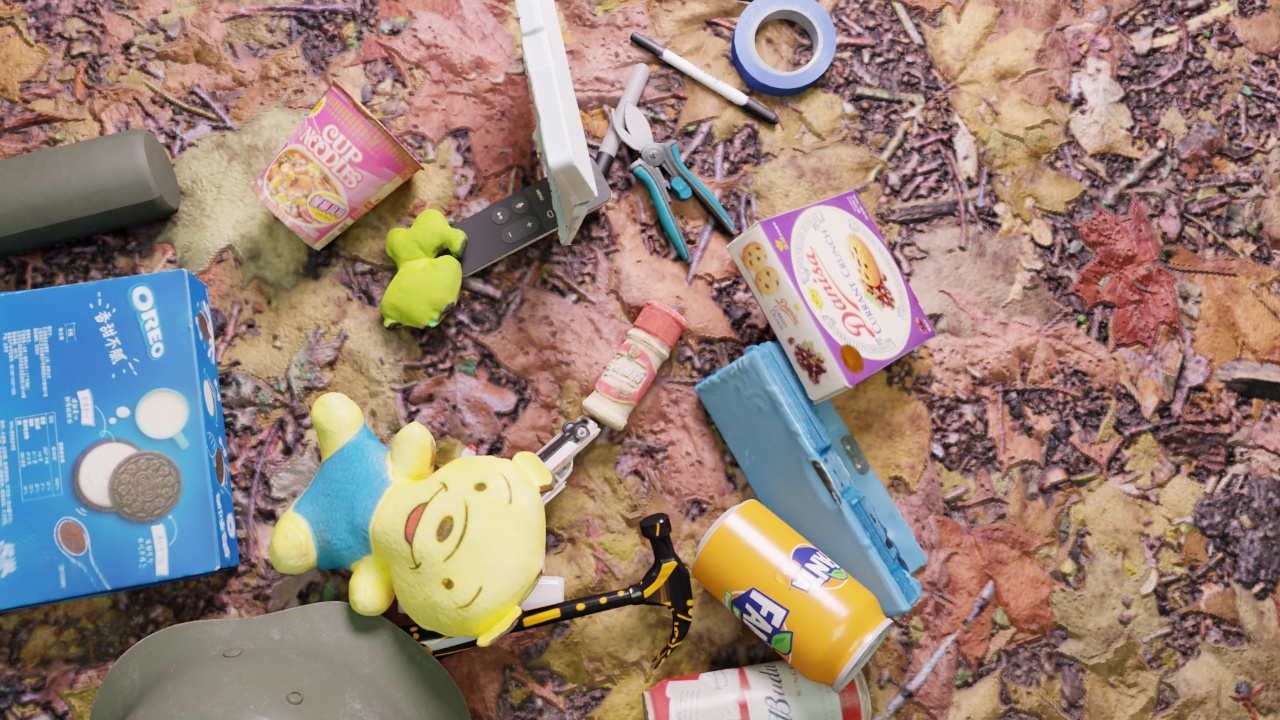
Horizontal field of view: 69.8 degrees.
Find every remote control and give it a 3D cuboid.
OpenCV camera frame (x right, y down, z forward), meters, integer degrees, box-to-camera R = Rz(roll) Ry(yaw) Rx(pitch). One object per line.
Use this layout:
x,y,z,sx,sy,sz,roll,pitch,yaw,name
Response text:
-0.096,-0.121,0.770,0.146,0.008,0.045,-28,77,-2,remote control
-0.127,0.187,0.730,0.131,0.012,0.033,4,81,-5,remote control

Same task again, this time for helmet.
-0.254,0.289,0.608,0.268,0.154,0.227,25,93,-5,helmet

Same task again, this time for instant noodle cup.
-0.246,-0.151,0.734,0.097,0.098,0.108,45,88,2,instant noodle cup

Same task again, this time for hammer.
-0.116,0.210,0.711,0.320,0.036,0.123,-12,103,-4,hammer

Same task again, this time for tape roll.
0.128,-0.283,0.821,0.091,0.016,0.093,4,81,-5,tape roll

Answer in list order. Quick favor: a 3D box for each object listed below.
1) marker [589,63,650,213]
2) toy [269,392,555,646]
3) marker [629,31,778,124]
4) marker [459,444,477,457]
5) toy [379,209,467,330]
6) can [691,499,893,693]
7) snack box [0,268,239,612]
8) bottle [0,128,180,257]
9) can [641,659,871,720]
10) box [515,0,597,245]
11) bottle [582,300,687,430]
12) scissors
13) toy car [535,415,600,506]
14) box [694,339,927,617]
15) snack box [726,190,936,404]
-0.023,-0.194,0.795,0.016,0.016,0.140,22,80,-2,marker
-0.162,0.120,0.680,0.214,0.084,0.148,13,74,16,toy
0.057,-0.250,0.813,0.152,0.011,0.011,31,80,0,marker
-0.174,0.128,0.736,0.013,0.013,0.142,33,80,0,marker
-0.179,-0.071,0.751,0.094,0.036,0.093,-31,74,7,toy
0.112,0.176,0.696,0.142,0.079,0.079,38,79,26,can
-0.426,0.060,0.701,0.195,0.056,0.238,-9,82,-7,snack box
-0.477,-0.123,0.716,0.206,0.071,0.071,-16,83,-7,bottle
0.089,0.271,0.710,0.170,0.067,0.067,-7,82,-6,can
-0.070,-0.205,0.715,0.049,0.136,0.197,-10,72,-7,box
-0.004,0.004,0.754,0.044,0.044,0.109,32,80,0,bottle
0.028,-0.150,0.787,0.153,0.019,0.128,14,85,-7,scissors
-0.076,0.092,0.739,0.113,0.039,0.039,-41,107,-10,toy car
0.153,0.088,0.750,0.101,0.094,0.231,-27,83,-38,box
0.157,-0.055,0.741,0.147,0.041,0.143,-24,84,-43,snack box
